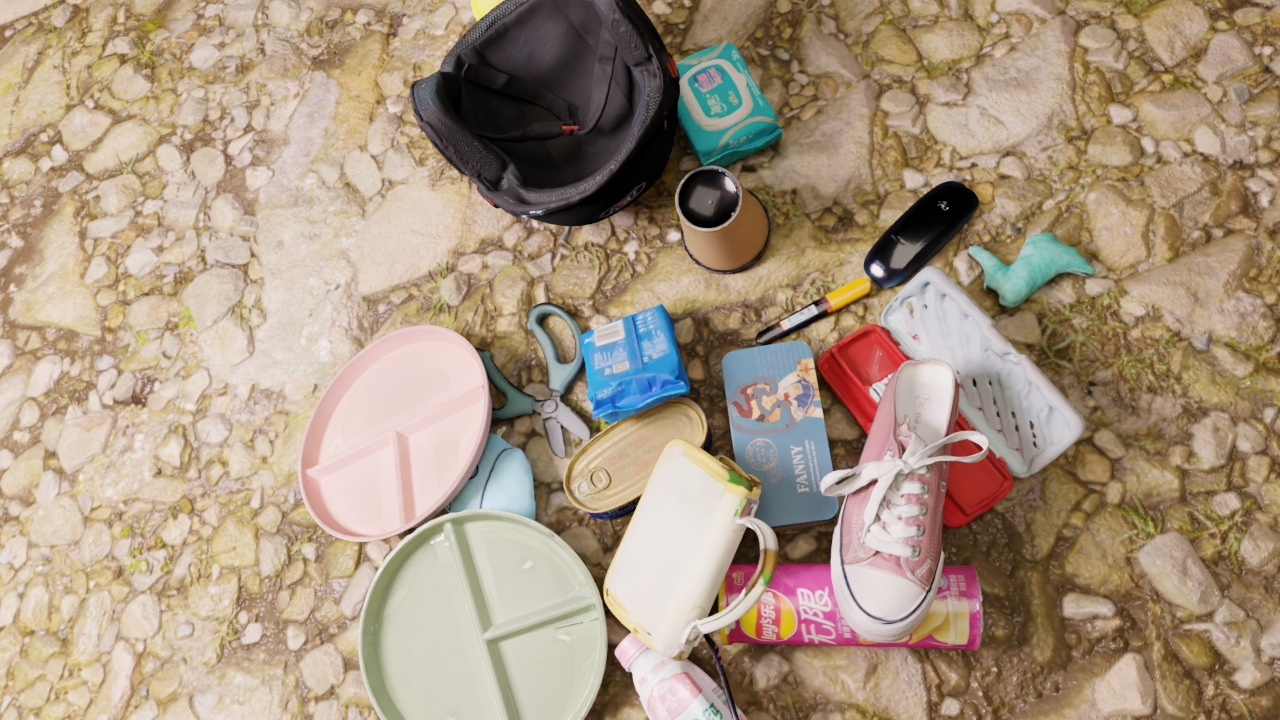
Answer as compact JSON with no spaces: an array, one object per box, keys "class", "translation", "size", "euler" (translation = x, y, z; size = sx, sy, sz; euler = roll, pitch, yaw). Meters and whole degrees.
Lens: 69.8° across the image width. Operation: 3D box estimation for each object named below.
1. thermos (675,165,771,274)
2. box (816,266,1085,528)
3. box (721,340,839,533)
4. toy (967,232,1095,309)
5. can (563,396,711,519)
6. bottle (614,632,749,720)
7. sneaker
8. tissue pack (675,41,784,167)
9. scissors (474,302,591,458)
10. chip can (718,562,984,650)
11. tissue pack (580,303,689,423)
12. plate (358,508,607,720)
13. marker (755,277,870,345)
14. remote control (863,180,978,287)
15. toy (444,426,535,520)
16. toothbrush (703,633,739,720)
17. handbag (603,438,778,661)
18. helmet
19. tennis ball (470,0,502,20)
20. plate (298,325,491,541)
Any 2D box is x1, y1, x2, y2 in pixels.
[{"class":"thermos","translation":[0.076,-0.139,0.891],"size":[0.093,0.143,0.093],"euler":[-2,83,13]},{"class":"box","translation":[0.272,0.032,0.825],"size":[0.160,0.063,0.201],"euler":[-42,66,14]},{"class":"box","translation":[0.128,0.077,0.839],"size":[0.090,0.063,0.184],"euler":[-12,67,9]},{"class":"toy","translation":[0.361,-0.089,0.866],"size":[0.092,0.030,0.096],"euler":[-38,61,-6]},{"class":"can","translation":[-0.001,0.093,0.867],"size":[0.148,0.049,0.074],"euler":[-34,67,-1]},{"class":"bottle","translation":[0.053,0.310,0.770],"size":[0.068,0.068,0.197],"euler":[-43,65,-5]},{"class":"sneaker","translation":[0.208,0.100,0.733],"size":[0.118,0.088,0.240],"euler":[12,70,21]},{"class":"tissue pack","translation":[0.085,-0.269,0.979],"size":[0.093,0.050,0.133],"euler":[-25,68,1]},{"class":"scissors","translation":[-0.096,0.012,0.934],"size":[0.177,0.019,0.171],"euler":[33,80,22]},{"class":"chip can","translation":[0.174,0.206,0.777],"size":[0.211,0.071,0.071],"euler":[-2,70,11]},{"class":"tissue pack","translation":[-0.005,0.005,0.869],"size":[0.095,0.052,0.157],"euler":[-20,29,4]},{"class":"plate","translation":[-0.141,0.249,0.826],"size":[0.230,0.027,0.230],"euler":[-1,80,8]},{"class":"marker","translation":[0.169,-0.047,0.901],"size":[0.124,0.015,0.018],"euler":[-28,66,4]},{"class":"remote control","translation":[0.276,-0.128,0.900],"size":[0.136,0.024,0.053],"euler":[-44,67,-5]},{"class":"toy","translation":[-0.145,0.143,0.881],"size":[0.161,0.050,0.156],"euler":[23,84,21]},{"class":"toothbrush","translation":[0.070,0.261,0.773],"size":[0.018,0.014,0.189],"euler":[-18,43,-2]},{"class":"handbag","translation":[0.053,0.165,0.758],"size":[0.179,0.063,0.163],"euler":[28,96,63]},{"class":"helmet","translation":[-0.072,-0.248,0.910],"size":[0.234,0.230,0.274],"euler":[-33,65,15]},{"class":"tennis ball","translation":[-0.166,-0.420,1.080],"size":[0.065,0.065,0.065],"euler":[-4,70,11]},{"class":"plate","translation":[-0.242,0.071,0.912],"size":[0.230,0.028,0.229],"euler":[-13,59,23]}]
